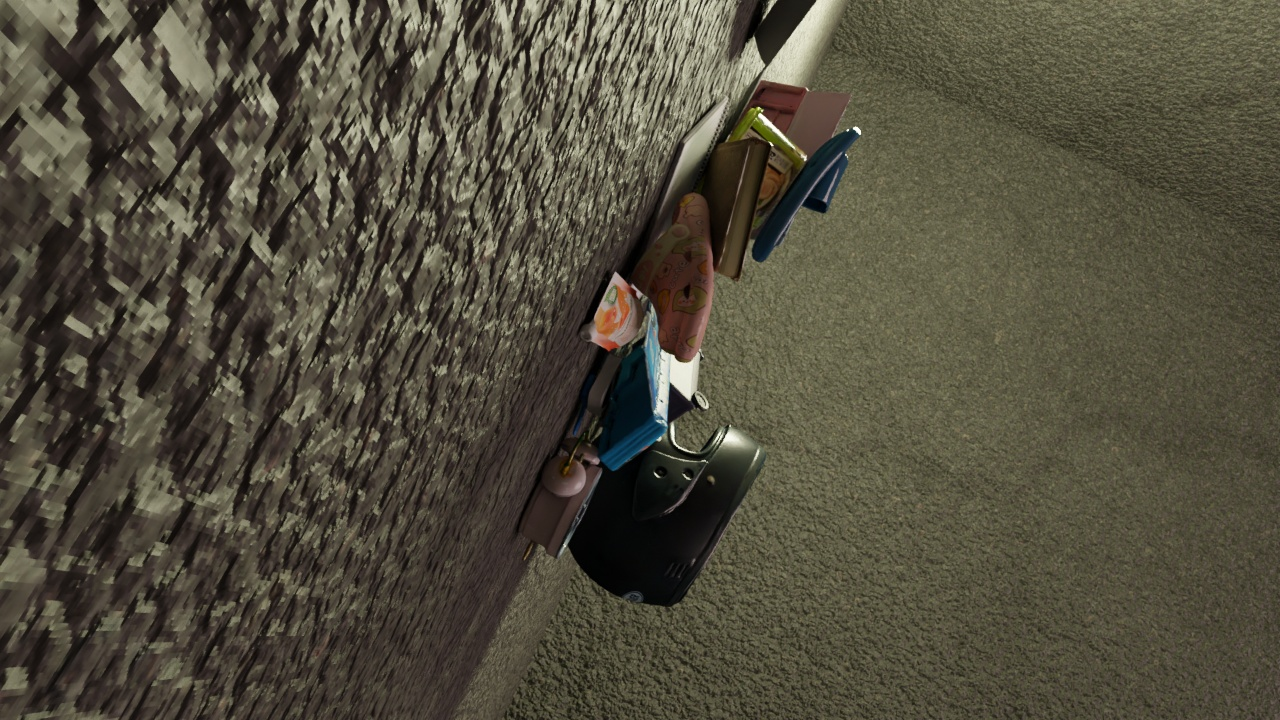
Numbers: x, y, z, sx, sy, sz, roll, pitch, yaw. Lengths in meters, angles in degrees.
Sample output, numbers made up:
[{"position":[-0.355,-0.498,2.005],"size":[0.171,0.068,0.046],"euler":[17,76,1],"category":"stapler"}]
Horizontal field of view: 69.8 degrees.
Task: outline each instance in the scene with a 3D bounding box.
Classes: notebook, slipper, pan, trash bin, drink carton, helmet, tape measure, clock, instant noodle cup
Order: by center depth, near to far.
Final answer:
[{"position":[-0.028,-0.045,0.883],"size":[0.069,0.039,0.122],"euler":[-65,170,-1],"category":"drink carton"},{"position":[0.032,-0.093,0.957],"size":[0.093,0.081,0.197],"euler":[106,-11,-61],"category":"slipper"},{"position":[0.099,-0.193,1.026],"size":[0.215,0.034,0.190],"euler":[-117,-141,-78],"category":"notebook"},{"position":[0.033,-0.165,1.039],"size":[0.177,0.013,0.246],"euler":[-57,171,-54],"category":"notebook"},{"position":[-0.041,0.028,1.063],"size":[0.065,0.017,0.064],"euler":[103,13,-60],"category":"tape measure"},{"position":[-0.089,0.152,1.068],"size":[0.116,0.059,0.158],"euler":[-58,172,-65],"category":"clock"},{"position":[0.163,-0.382,1.100],"size":[0.358,0.051,0.200],"euler":[-48,-173,49],"category":"pan"},{"position":[0.217,-0.209,1.171],"size":[0.213,0.059,0.104],"euler":[-53,179,-2],"category":"slipper"},{"position":[0.145,-0.244,1.193],"size":[0.146,0.098,0.146],"euler":[-55,-179,2],"category":"instant noodle cup"},{"position":[0.035,0.025,1.316],"size":[0.094,0.092,0.160],"euler":[-36,-159,25],"category":"trash bin"},{"position":[0.019,0.196,1.373],"size":[0.315,0.236,0.250],"euler":[-54,175,-25],"category":"helmet"}]

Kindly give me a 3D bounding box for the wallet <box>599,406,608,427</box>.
[{"position":[-0.024,0.042,1.460],"size":[0.121,0.027,0.098],"euler":[-65,173,25],"category":"wallet"}]

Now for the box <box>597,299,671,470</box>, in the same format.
[{"position":[0.011,0.012,1.133],"size":[0.243,0.071,0.170],"euler":[-83,-167,-64],"category":"box"}]

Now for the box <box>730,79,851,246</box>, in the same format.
[{"position":[0.187,-0.277,1.296],"size":[0.039,0.179,0.232],"euler":[25,92,-47],"category":"box"}]

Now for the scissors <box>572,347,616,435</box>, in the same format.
[{"position":[-0.055,0.029,1.102],"size":[0.127,0.015,0.125],"euler":[-60,173,-20],"category":"scissors"}]
